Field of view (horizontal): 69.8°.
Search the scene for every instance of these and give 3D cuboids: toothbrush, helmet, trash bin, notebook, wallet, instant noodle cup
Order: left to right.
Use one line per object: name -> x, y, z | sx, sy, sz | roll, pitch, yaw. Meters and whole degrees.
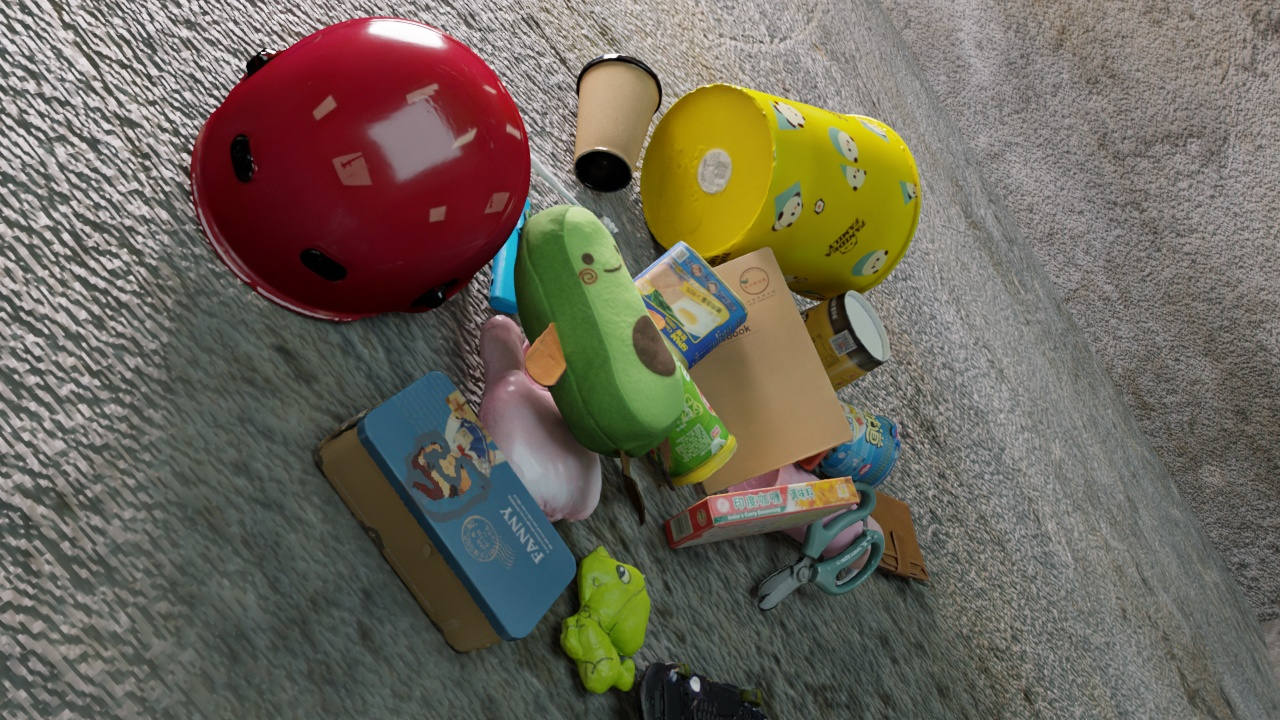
helmet -> -0.170, -0.142, 0.633 | 0.207, 0.144, 0.239 | 55, 34, -12
toothbrush -> -0.082, -0.173, 0.869 | 0.180, 0.016, 0.016 | 41, 30, -36
notebook -> 0.094, 0.007, 0.875 | 0.008, 0.148, 0.207 | 62, 7, -73
trash bin -> 0.151, -0.191, 1.036 | 0.254, 0.230, 0.229 | 3, 63, -46
instant noodle cup -> 0.219, -0.016, 1.079 | 0.118, 0.115, 0.118 | 31, 43, -36
instant noodle cup -> 0.217, 0.084, 1.028 | 0.110, 0.099, 0.099 | 28, 44, -28
wallet -> 0.289, 0.209, 1.083 | 0.130, 0.035, 0.119 | 25, 41, -41

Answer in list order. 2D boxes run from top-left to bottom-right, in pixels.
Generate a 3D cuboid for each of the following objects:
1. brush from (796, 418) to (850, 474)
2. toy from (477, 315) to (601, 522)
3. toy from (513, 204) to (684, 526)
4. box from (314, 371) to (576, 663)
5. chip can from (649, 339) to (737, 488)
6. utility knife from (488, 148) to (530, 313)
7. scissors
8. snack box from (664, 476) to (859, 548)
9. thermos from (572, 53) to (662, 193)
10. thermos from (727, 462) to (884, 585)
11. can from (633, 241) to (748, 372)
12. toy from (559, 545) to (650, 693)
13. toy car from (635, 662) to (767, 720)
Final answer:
brush -> 0.136, 0.047, 0.921 | 0.146, 0.063, 0.069 | 37, -8, 41
toy -> -0.078, 0.045, 0.690 | 0.121, 0.054, 0.159 | 22, 49, -54
toy -> -0.026, -0.006, 0.676 | 0.246, 0.090, 0.226 | 66, 20, -2
box -> -0.118, 0.102, 0.589 | 0.184, 0.061, 0.089 | 54, 34, -8
chip can -> -0.005, 0.005, 0.803 | 0.221, 0.073, 0.072 | 55, 34, -9
utility knife -> -0.111, -0.127, 0.811 | 0.034, 0.018, 0.217 | 32, 41, -35
scissors -> 0.171, 0.178, 0.884 | 0.179, 0.019, 0.143 | -14, 108, -31
snack box -> 0.107, 0.133, 0.801 | 0.155, 0.077, 0.027 | -3, 67, -30
thermos -> -0.028, -0.246, 0.953 | 0.093, 0.093, 0.143 | 34, 49, -34
thermos -> 0.171, 0.164, 0.933 | 0.198, 0.067, 0.087 | 36, 72, -35
can -> 0.039, -0.049, 0.862 | 0.102, 0.083, 0.057 | 49, -7, 12
toy -> -0.024, 0.191, 0.675 | 0.099, 0.031, 0.096 | -29, 90, -52
toy car -> 0.048, 0.275, 0.696 | 0.158, 0.042, 0.070 | 35, 41, -35
